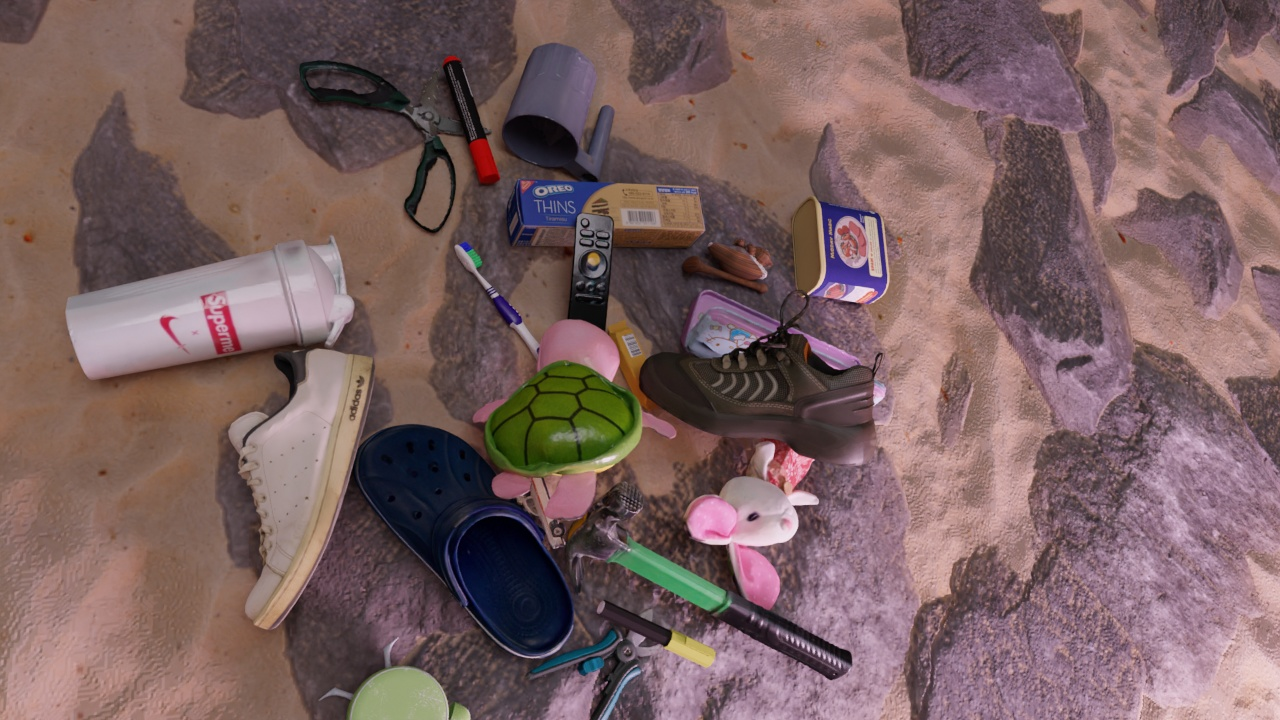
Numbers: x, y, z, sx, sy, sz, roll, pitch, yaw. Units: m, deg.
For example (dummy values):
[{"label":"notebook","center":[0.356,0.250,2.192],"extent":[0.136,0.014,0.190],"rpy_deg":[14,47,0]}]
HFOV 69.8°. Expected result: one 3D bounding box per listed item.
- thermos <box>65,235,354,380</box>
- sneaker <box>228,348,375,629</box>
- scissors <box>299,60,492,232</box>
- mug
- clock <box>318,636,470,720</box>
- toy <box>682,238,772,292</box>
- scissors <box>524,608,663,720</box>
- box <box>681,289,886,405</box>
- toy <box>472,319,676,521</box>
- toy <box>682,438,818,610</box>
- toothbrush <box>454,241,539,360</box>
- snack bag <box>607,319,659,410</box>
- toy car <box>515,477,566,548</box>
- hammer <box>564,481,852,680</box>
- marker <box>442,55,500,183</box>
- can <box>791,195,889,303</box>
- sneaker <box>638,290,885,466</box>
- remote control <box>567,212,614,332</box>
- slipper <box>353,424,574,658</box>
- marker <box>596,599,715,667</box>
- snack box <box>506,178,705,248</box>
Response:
[{"label":"thermos","center":[-0.367,-0.041,0.801],"extent":[0.220,0.099,0.099],"rpy_deg":[-15,77,-20]},{"label":"sneaker","center":[-0.299,0.095,0.766],"extent":[0.102,0.089,0.241],"rpy_deg":[19,66,-19]},{"label":"scissors","center":[-0.254,-0.230,0.949],"extent":[0.201,0.015,0.201],"rpy_deg":[8,68,-20]},{"label":"mug","center":[-0.082,-0.266,0.999],"extent":[0.124,0.084,0.103],"rpy_deg":[31,58,-34]},{"label":"clock","center":[-0.198,0.302,0.760],"extent":[0.094,0.043,0.119],"rpy_deg":[-38,87,-26]},{"label":"toy","center":[0.103,-0.110,1.024],"extent":[0.101,0.042,0.055],"rpy_deg":[16,88,-23]},{"label":"scissors","center":[-0.035,0.288,0.832],"extent":[0.155,0.019,0.124],"rpy_deg":[7,63,-25]},{"label":"box","center":[0.156,-0.011,0.977],"extent":[0.214,0.093,0.089],"rpy_deg":[24,65,-11]},{"label":"toy","center":[-0.065,0.049,0.824],"extent":[0.190,0.088,0.237],"rpy_deg":[3,36,10]},{"label":"toy","center":[0.126,0.138,0.915],"extent":[0.193,0.084,0.159],"rpy_deg":[-49,120,-30]},{"label":"toothbrush","center":[-0.130,-0.044,0.928],"extent":[0.016,0.015,0.186],"rpy_deg":[-35,86,-32]},{"label":"snack bag","center":[-0.006,0.006,0.952],"extent":[0.026,0.020,0.099],"rpy_deg":[-19,79,-33]},{"label":"toy car","center":[-0.102,0.125,0.865],"extent":[0.039,0.039,0.113],"rpy_deg":[-19,78,-4]},{"label":"hammer","center":[0.071,0.225,0.860],"extent":[0.318,0.130,0.032],"rpy_deg":[31,35,-18]},{"label":"marker","center":[-0.180,-0.257,0.974],"extent":[0.023,0.021,0.145],"rpy_deg":[2,66,-61]},{"label":"can","center":[0.233,-0.126,1.068],"extent":[0.092,0.057,0.116],"rpy_deg":[7,69,-19]},{"label":"sneaker","center":[0.118,0.003,0.871],"extent":[0.238,0.101,0.143],"rpy_deg":[15,103,14]},{"label":"remote control","center":[-0.053,-0.073,0.933],"extent":[0.041,0.020,0.152],"rpy_deg":[4,94,-18]},{"label":"slipper","center":[-0.143,0.151,0.809],"extent":[0.105,0.095,0.253],"rpy_deg":[-40,91,-25]},{"label":"marker","center":[0.016,0.254,0.857],"extent":[0.124,0.021,0.017],"rpy_deg":[29,48,-16]},{"label":"snack box","center":[-0.037,-0.156,0.980],"extent":[0.206,0.056,0.057],"rpy_deg":[-1,74,-21]}]
